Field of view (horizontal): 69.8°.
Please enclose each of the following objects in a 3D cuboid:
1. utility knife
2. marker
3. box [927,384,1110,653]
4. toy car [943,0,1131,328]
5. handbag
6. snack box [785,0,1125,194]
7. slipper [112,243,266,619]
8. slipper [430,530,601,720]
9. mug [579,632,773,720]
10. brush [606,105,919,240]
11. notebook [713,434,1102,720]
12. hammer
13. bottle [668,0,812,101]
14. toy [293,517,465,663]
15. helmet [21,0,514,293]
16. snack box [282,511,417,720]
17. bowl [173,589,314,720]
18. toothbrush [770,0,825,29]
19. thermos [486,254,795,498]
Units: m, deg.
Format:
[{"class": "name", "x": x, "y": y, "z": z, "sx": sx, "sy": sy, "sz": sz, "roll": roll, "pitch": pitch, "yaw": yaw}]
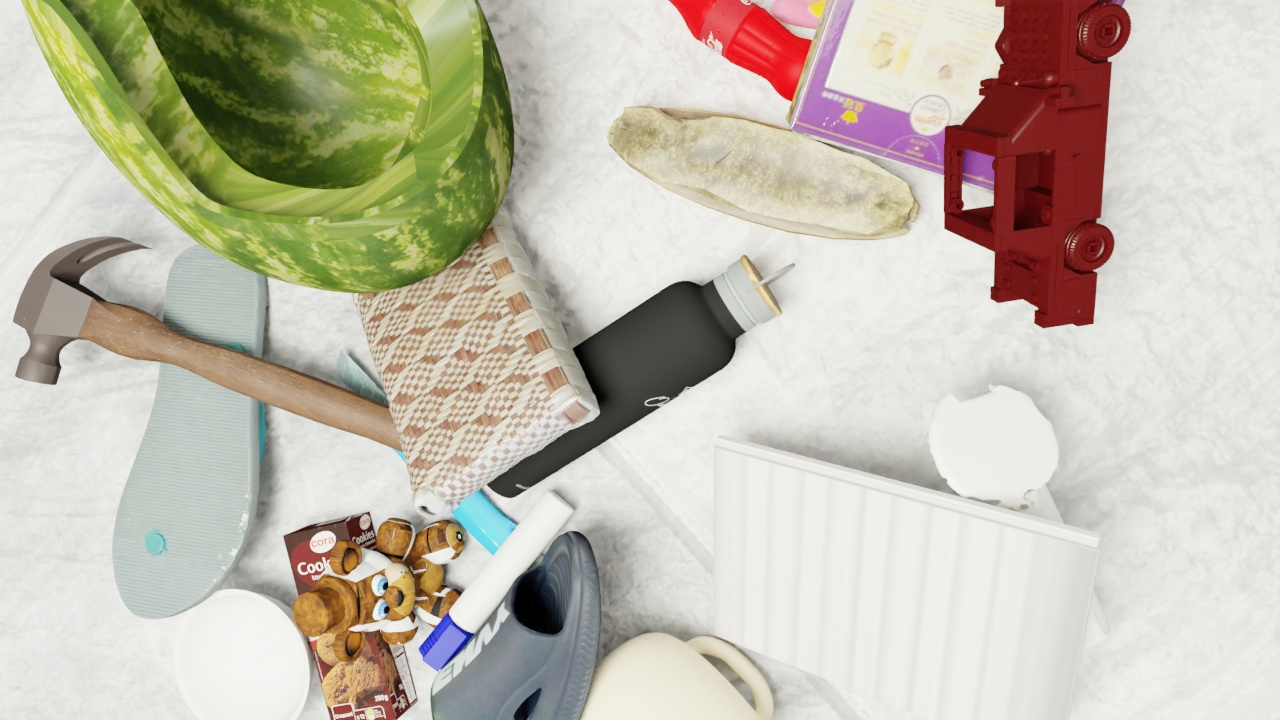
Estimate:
[{"class": "utility knife", "x": -0.143, "y": 0.071, "z": 0.634, "sx": 0.031, "sy": 0.015, "sz": 0.205, "roll": -44, "pitch": 87, "yaw": 10}, {"class": "marker", "x": -0.095, "y": 0.144, "z": 0.604, "sx": 0.023, "sy": 0.027, "sz": 0.133, "roll": 39, "pitch": 87, "yaw": -5}, {"class": "box", "x": 0.201, "y": 0.092, "z": 0.515, "sx": 0.083, "sy": 0.092, "sz": 0.166, "roll": -23, "pitch": 86, "yaw": -6}, {"class": "toy car", "x": 0.194, "y": -0.103, "z": 0.460, "sx": 0.062, "sy": 0.070, "sz": 0.170, "roll": -9, "pitch": 111, "yaw": -5}, {"class": "handbag", "x": -0.108, "y": -0.006, "z": 0.572, "sx": 0.124, "sy": 0.047, "sz": 0.185, "roll": -35, "pitch": 56, "yaw": 11}, {"class": "snack box", "x": 0.170, "y": -0.177, "z": 0.494, "sx": 0.143, "sy": 0.040, "sz": 0.148, "roll": 17, "pitch": 112, "yaw": -1}, {"class": "slipper", "x": -0.306, "y": 0.050, "z": 0.662, "sx": 0.098, "sy": 0.054, "sz": 0.268, "roll": 6, "pitch": 84, "yaw": 11}, {"class": "slipper", "x": -0.097, "y": 0.221, "z": 0.580, "sx": 0.083, "sy": 0.110, "sz": 0.268, "roll": 15, "pitch": 105, "yaw": -15}, {"class": "mug", "x": 0.020, "y": 0.217, "z": 0.568, "sx": 0.120, "sy": 0.096, "sz": 0.100, "roll": -31, "pitch": 60, "yaw": -28}, {"class": "brush", "x": 0.070, "y": -0.114, "z": 0.553, "sx": 0.195, "sy": 0.043, "sz": 0.059, "roll": 19, "pitch": 98, "yaw": 11}, {"class": "notebook", "x": 0.134, "y": 0.130, "z": 0.517, "sx": 0.210, "sy": 0.009, "sz": 0.143, "roll": 13, "pitch": 116, "yaw": 32}, {"class": "hammer", "x": -0.278, "y": 0.004, "z": 0.623, "sx": 0.323, "sy": 0.033, "sz": 0.115, "roll": 19, "pitch": 87, "yaw": 9}, {"class": "bottle", "x": 0.056, "y": -0.202, "z": 0.554, "sx": 0.119, "sy": 0.036, "sz": 0.036, "roll": 37, "pitch": 101, "yaw": 9}, {"class": "toy", "x": -0.170, "y": 0.150, "z": 0.600, "sx": 0.067, "sy": 0.112, "sz": 0.087, "roll": 1, "pitch": 94, "yaw": 25}, {"class": "helmet", "x": -0.189, "y": -0.157, "z": 0.517, "sx": 0.213, "sy": 0.243, "sz": 0.247, "roll": -43, "pitch": 118, "yaw": -14}, {"class": "snack box", "x": -0.204, "y": 0.183, "z": 0.648, "sx": 0.051, "sy": 0.031, "sz": 0.141, "roll": -14, "pitch": 91, "yaw": 14}, {"class": "bowl", "x": -0.277, "y": 0.214, "z": 0.664, "sx": 0.110, "sy": 0.040, "sz": 0.110, "roll": 1, "pitch": 94, "yaw": 14}, {"class": "toothbrush", "x": 0.145, "y": -0.206, "z": 0.545, "sx": 0.135, "sy": 0.016, "sz": 0.021, "roll": 8, "pitch": 98, "yaw": 15}, {"class": "thermos", "x": -0.004, "y": 0.003, "z": 0.571, "sx": 0.232, "sy": 0.061, "sz": 0.061, "roll": -32, "pitch": 86, "yaw": 14}]
